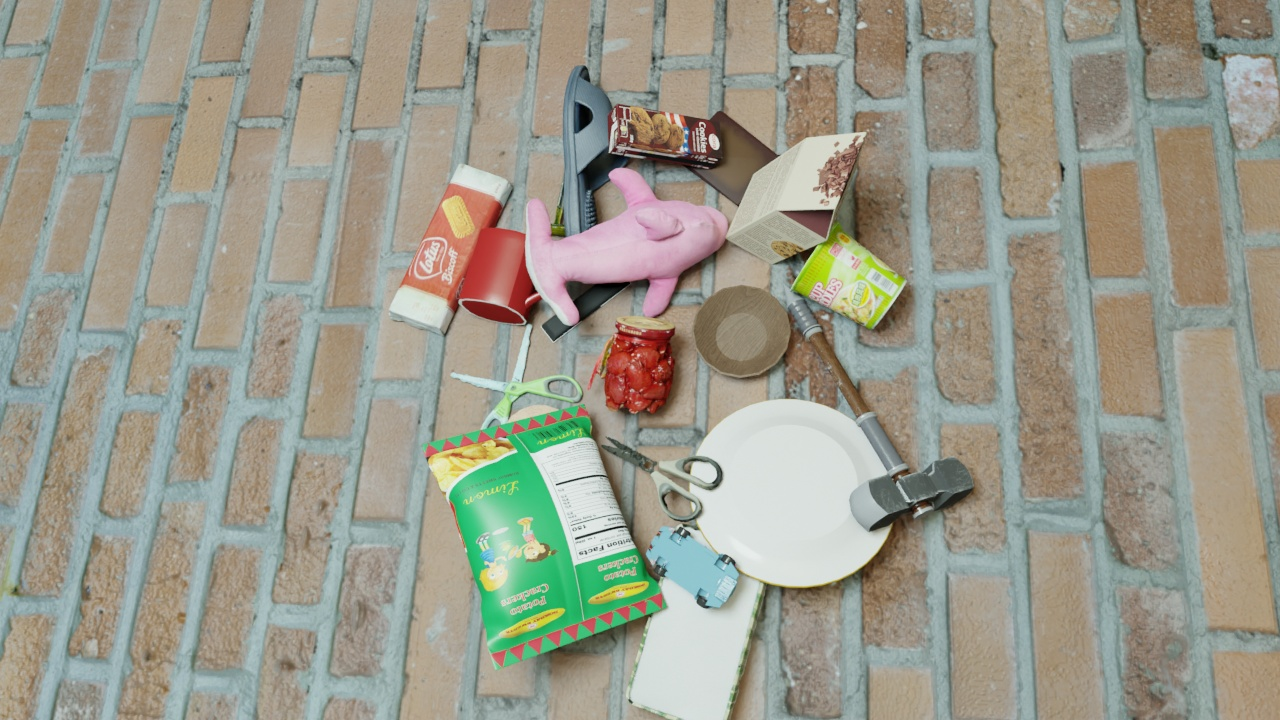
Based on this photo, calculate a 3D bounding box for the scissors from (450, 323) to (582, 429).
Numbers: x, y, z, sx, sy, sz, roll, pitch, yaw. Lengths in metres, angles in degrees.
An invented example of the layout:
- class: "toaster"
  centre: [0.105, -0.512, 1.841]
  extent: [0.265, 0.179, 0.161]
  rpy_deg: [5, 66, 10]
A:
- class: "scissors"
  centre: [-0.156, 0.035, 1.133]
  extent: [0.171, 0.021, 0.172]
  rpy_deg: [9, 79, 12]

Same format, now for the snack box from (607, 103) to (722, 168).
- class: "snack box"
  centre: [0.031, -0.278, 1.142]
  extent: [0.140, 0.032, 0.051]
  rpy_deg: [3, 75, -23]

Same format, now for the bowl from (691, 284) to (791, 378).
- class: "bowl"
  centre: [0.121, -0.032, 1.107]
  extent: [0.118, 0.030, 0.117]
  rpy_deg: [-2, 72, 7]

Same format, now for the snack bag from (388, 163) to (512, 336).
- class: "snack bag"
  centre: [-0.246, -0.145, 1.189]
  extent: [0.077, 0.041, 0.225]
  rpy_deg: [20, 75, 11]

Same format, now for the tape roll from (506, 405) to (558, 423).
- class: "tape roll"
  centre: [-0.119, 0.101, 1.092]
  extent: [0.094, 0.027, 0.094]
  rpy_deg: [0, 80, 2]

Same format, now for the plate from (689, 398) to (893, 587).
- class: "plate"
  centre: [0.169, 0.138, 1.021]
  extent: [0.230, 0.021, 0.229]
  rpy_deg: [-2, 58, 3]

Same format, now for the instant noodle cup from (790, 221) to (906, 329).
- class: "instant noodle cup"
  centre: [0.247, -0.094, 1.080]
  extent: [0.108, 0.099, 0.098]
  rpy_deg: [35, 80, 8]

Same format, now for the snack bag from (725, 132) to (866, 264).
- class: "snack bag"
  centre: [0.185, -0.187, 1.049]
  extent: [0.070, 0.207, 0.094]
  rpy_deg: [27, 77, -14]

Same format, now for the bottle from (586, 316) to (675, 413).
- class: "bottle"
  centre: [-0.006, 0.006, 1.081]
  extent: [0.099, 0.098, 0.111]
  rpy_deg: [9, 103, 10]

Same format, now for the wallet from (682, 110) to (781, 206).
- class: "wallet"
  centre: [0.118, -0.260, 1.188]
  extent: [0.115, 0.018, 0.091]
  rpy_deg: [41, 83, 14]

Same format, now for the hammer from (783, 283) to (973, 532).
- class: "hammer"
  centre: [0.240, 0.036, 1.052]
  extent: [0.155, 0.043, 0.322]
  rpy_deg: [-10, 58, -27]

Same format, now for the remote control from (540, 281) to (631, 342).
- class: "remote control"
  centre: [-0.069, -0.071, 1.155]
  extent: [0.124, 0.012, 0.028]
  rpy_deg: [-38, 72, -5]

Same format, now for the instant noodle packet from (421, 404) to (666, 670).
- class: "instant noodle packet"
  centre: [-0.105, 0.179, 0.995]
  extent: [0.195, 0.091, 0.252]
  rpy_deg: [-13, 67, -25]

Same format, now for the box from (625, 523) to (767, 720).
- class: "box"
  centre: [0.066, 0.290, 1.005]
  extent: [0.118, 0.050, 0.205]
  rpy_deg: [12, 74, 15]

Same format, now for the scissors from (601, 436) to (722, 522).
- class: "scissors"
  centre: [0.013, 0.133, 1.050]
  extent: [0.170, 0.012, 0.132]
  rpy_deg: [-6, 56, 22]

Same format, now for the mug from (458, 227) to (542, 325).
- class: "mug"
  centre: [-0.156, -0.101, 1.138]
  extent: [0.116, 0.080, 0.096]
  rpy_deg: [9, 74, 18]

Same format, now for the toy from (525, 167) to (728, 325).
- class: "toy"
  centre: [-0.003, -0.143, 1.083]
  extent: [0.265, 0.128, 0.186]
  rpy_deg: [-16, 92, -19]

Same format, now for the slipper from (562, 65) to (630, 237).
- class: "slipper"
  centre: [-0.053, -0.257, 1.166]
  extent: [0.082, 0.101, 0.263]
  rpy_deg: [-2, 76, 8]

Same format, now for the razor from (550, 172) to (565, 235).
- class: "razor"
  centre: [-0.102, -0.212, 1.200]
  extent: [0.042, 0.026, 0.105]
  rpy_deg: [5, 69, 12]

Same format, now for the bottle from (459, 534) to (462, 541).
- class: "bottle"
  centre: [-0.156, 0.212, 1.051]
  extent: [0.108, 0.063, 0.063]
  rpy_deg: [40, 82, 18]

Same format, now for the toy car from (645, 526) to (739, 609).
- class: "toy car"
  centre: [0.059, 0.222, 0.988]
  extent: [0.108, 0.027, 0.060]
  rpy_deg: [28, 85, 34]
